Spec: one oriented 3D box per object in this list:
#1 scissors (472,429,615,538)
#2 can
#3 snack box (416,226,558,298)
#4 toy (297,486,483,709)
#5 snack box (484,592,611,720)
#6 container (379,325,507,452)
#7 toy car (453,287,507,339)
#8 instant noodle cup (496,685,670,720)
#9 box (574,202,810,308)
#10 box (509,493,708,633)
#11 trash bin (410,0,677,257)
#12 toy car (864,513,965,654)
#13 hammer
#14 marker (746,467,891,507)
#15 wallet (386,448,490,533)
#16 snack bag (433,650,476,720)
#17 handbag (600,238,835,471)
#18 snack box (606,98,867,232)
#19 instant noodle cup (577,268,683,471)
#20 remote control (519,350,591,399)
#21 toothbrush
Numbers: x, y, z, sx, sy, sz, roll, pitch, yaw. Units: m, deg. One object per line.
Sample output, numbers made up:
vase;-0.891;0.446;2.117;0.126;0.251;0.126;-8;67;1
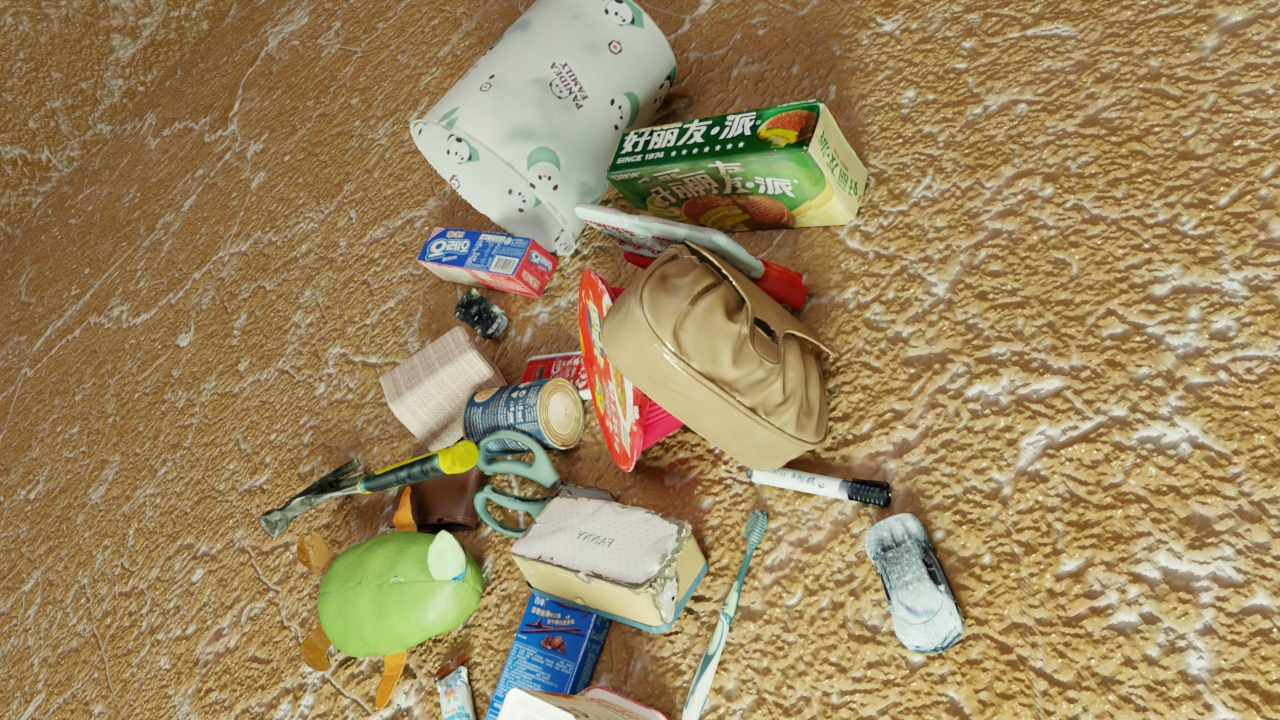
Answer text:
scissors;-0.097;0.116;0.908;0.180;0.019;0.139;-3;98;29
can;-0.122;0.061;0.962;0.111;0.075;0.075;-10;58;34
snack box;-0.197;-0.126;1.153;0.208;0.058;0.057;13;72;42
toy;-0.263;0.241;0.952;0.247;0.090;0.226;-13;68;28
snack box;-0.086;0.284;0.825;0.085;0.026;0.157;5;67;40
container;-0.218;0.030;1.036;0.111;0.090;0.090;-38;34;-2
toy car;-0.194;-0.055;1.123;0.090;0.034;0.043;33;84;44
instant noodle cup;-0.050;0.312;0.710;0.116;0.124;0.116;6;67;41
box;0.045;-0.101;0.873;0.201;0.157;0.038;19;90;44
box;-0.035;0.174;0.814;0.185;0.059;0.089;4;41;43
trash bin;-0.101;-0.291;1.076;0.230;0.229;0.251;23;73;45
toy car;0.199;0.162;0.672;0.049;0.031;0.105;-31;49;21
hammer;-0.290;0.130;1.010;0.324;0.032;0.125;-18;14;39
marker;0.146;0.101;0.762;0.131;0.018;0.022;7;60;41
wallet;-0.221;0.140;1.024;0.125;0.032;0.101;-10;55;33
snack bag;-0.173;0.331;0.867;0.045;0.026;0.105;-39;44;17
handbag;0.075;-0.009;0.757;0.100;0.204;0.147;-38;24;43
snack box;0.092;-0.186;0.918;0.241;0.114;0.063;3;65;39
instant noodle cup;-0.005;0.005;0.857;0.065;0.194;0.193;-11;47;-13
remote control;-0.077;0.017;0.993;0.136;0.020;0.055;-6;60;37
toothbrush;0.068;0.211;0.754;0.016;0.018;0.191;8;69;41
